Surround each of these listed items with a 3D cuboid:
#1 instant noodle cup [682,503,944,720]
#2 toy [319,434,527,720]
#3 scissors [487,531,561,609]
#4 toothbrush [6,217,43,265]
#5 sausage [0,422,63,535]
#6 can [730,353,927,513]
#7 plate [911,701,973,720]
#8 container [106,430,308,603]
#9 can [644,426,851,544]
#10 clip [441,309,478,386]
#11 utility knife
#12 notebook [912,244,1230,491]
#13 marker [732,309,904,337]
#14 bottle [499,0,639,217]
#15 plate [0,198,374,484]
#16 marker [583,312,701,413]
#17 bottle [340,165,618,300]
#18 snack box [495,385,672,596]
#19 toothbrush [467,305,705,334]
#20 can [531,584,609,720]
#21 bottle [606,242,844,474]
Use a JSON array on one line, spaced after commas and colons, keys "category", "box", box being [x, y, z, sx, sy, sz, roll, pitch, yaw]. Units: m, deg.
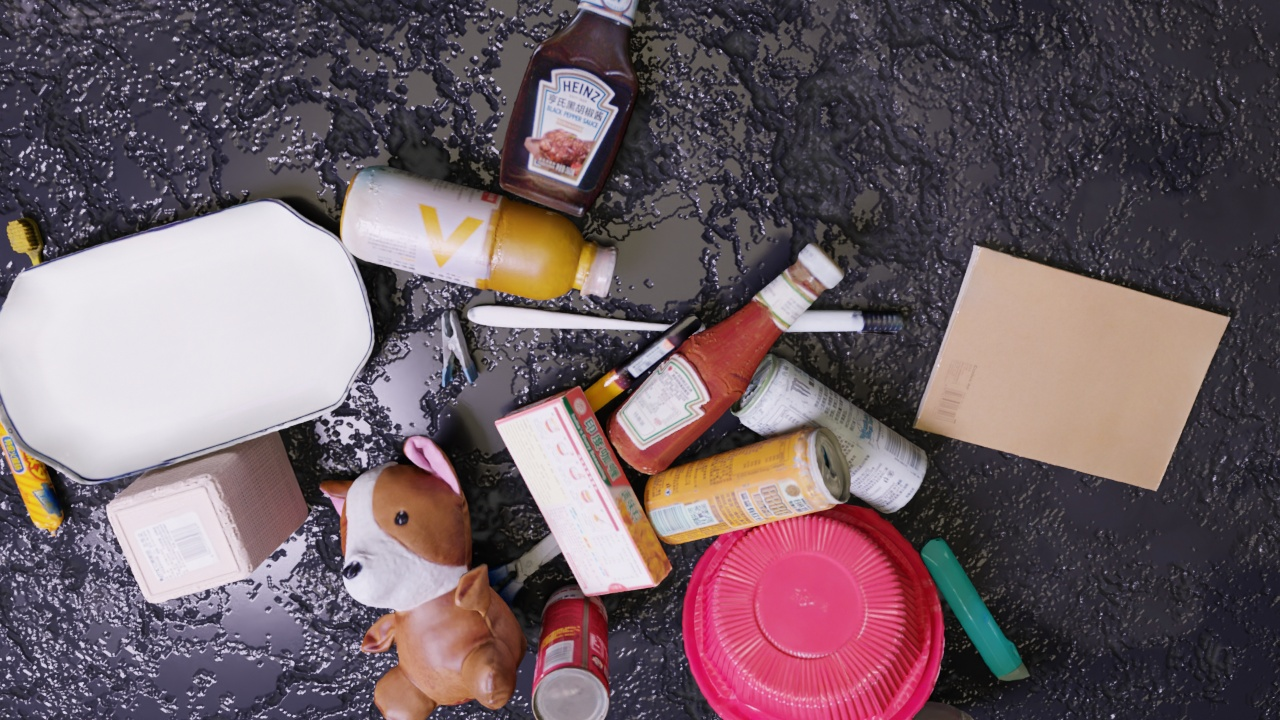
[{"category": "instant noodle cup", "box": [0.121, 0.182, 0.665, 0.194, 0.066, 0.193, -6, 61, 11]}, {"category": "toy", "box": [-0.165, 0.162, 0.672, 0.140, 0.130, 0.199, -21, 82, 21]}, {"category": "scissors", "box": [-0.104, 0.160, 0.732, 0.125, 0.012, 0.174, 24, 99, -7]}, {"category": "toothbrush", "box": [-0.428, -0.011, 0.678, 0.015, 0.016, 0.190, -11, 103, 0]}, {"category": "sausage", "box": [-0.469, 0.056, 0.688, 0.021, 0.021, 0.165, -13, 103, 0]}, {"category": "can", "box": [0.143, 0.056, 0.695, 0.146, 0.058, 0.058, 32, 99, -8]}, {"category": "plate", "box": [0.164, 0.305, 0.689, 0.205, 0.205, 0.045, -15, 79, 1]}, {"category": "container", "box": [-0.310, 0.109, 0.661, 0.090, 0.111, 0.090, -16, 102, 1]}, {"category": "can", "box": [0.075, 0.093, 0.670, 0.146, 0.058, 0.058, -20, 104, 32]}, {"category": "clip", "box": [-0.138, -0.010, 0.687, 0.045, 0.027, 0.058, -8, 99, 7]}, {"category": "utility knife", "box": [0.275, 0.208, 0.758, 0.029, 0.012, 0.151, -33, 100, 2]}, {"category": "notebook", "box": [0.335, 0.009, 0.717, 0.211, 0.012, 0.149, 14, 102, -5]}, {"category": "marker", "box": [0.134, -0.028, 0.697, 0.130, 0.018, 0.022, -1, 101, -3]}, {"category": "bottle", "box": [-0.037, -0.202, 0.639, 0.080, 0.044, 0.195, 19, 100, -7]}, {"category": "plate", "box": [-0.323, -0.014, 0.657, 0.265, 0.034, 0.162, -18, 92, -4]}, {"category": "marker", "box": [-0.004, 0.004, 0.690, 0.124, 0.015, 0.018, -38, 116, 15]}, {"category": "bottle", "box": [-0.111, -0.085, 0.648, 0.189, 0.068, 0.068, 14, 101, -6]}, {"category": "snack box", "box": [-0.044, 0.101, 0.687, 0.077, 0.026, 0.156, -20, 100, 40]}, {"category": "toothbrush", "box": [-0.040, -0.028, 0.690, 0.180, 0.016, 0.016, 4, 100, -3]}, {"category": "can", "box": [-0.050, 0.218, 0.685, 0.053, 0.132, 0.053, -1, 102, -3]}, {"category": "bottle", "box": [0.061, -0.002, 0.666, 0.060, 0.059, 0.206, 42, 105, -10]}]
